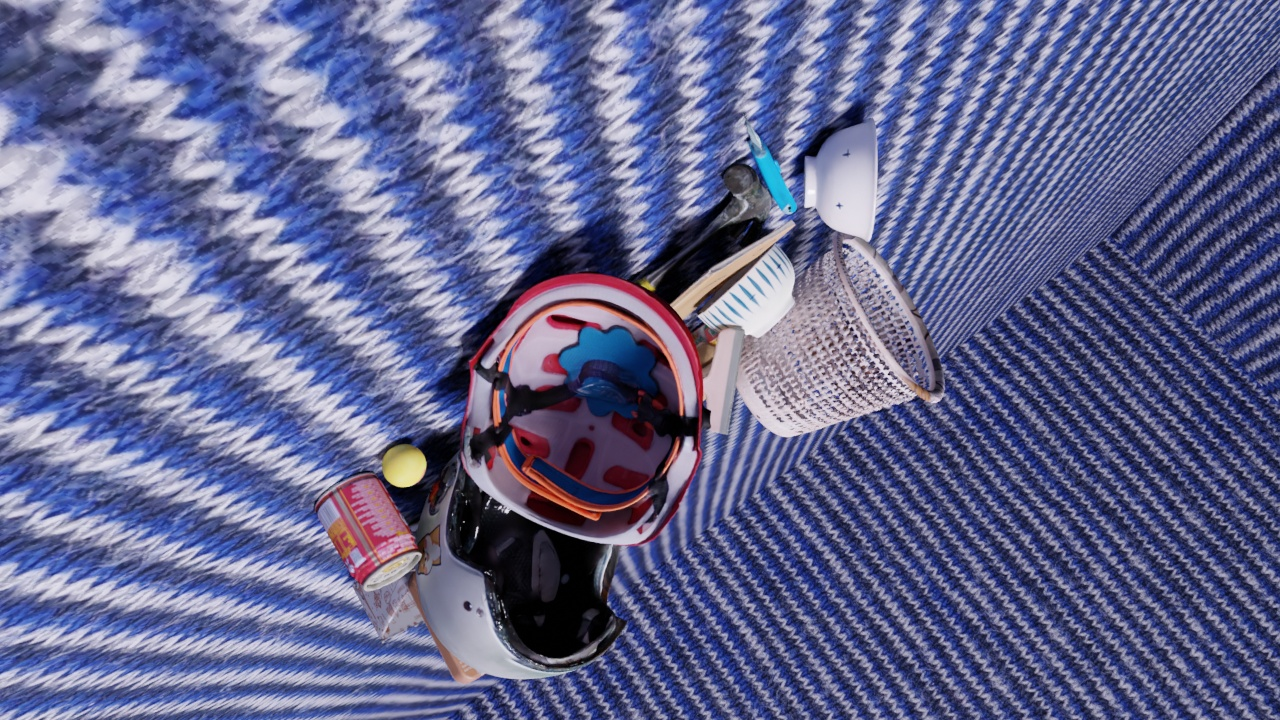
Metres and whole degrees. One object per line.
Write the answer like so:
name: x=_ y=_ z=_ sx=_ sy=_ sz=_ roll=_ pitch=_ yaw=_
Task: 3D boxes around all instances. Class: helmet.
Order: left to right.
helmet: x=-0.141 y=0.203 z=0.947 sx=0.157 sy=0.273 sz=0.230 roll=-36 pitch=138 yaw=27
helmet: x=-0.037 y=0.026 z=0.806 sx=0.143 sy=0.207 sz=0.240 roll=-60 pitch=168 yaw=-70

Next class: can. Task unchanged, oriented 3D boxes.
can: x=-0.255 y=0.161 z=0.864 sx=0.066 sy=0.094 sz=0.067 roll=-33 pitch=162 yaw=-12

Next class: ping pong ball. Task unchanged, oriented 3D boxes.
ping pong ball: x=-0.221 y=0.098 z=0.858 sx=0.040 sy=0.040 sz=0.040 roll=-33 pitch=163 yaw=-12

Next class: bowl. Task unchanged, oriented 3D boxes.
bowl: x=0.125 y=-0.068 z=1.006 sx=0.116 sy=0.066 sz=0.116 roll=-44 pitch=-176 yaw=3
bowl: x=0.193 y=-0.176 z=0.896 sx=0.065 sy=0.118 sz=0.118 roll=1 pitch=165 yaw=8

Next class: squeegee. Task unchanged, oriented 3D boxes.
squeegee: x=-0.011 y=0.052 z=1.059 sx=0.249 sy=0.040 sz=0.248 roll=-17 pitch=151 yaw=-10

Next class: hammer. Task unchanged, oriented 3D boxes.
hammer: x=-0.004 y=-0.059 z=0.891 sx=0.323 sy=0.032 sz=0.126 roll=-40 pitch=162 yaw=9

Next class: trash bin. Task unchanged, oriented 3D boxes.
trash bin: x=0.220 y=-0.013 z=1.093 sx=0.193 sy=0.227 sz=0.227 roll=-32 pitch=167 yaw=29

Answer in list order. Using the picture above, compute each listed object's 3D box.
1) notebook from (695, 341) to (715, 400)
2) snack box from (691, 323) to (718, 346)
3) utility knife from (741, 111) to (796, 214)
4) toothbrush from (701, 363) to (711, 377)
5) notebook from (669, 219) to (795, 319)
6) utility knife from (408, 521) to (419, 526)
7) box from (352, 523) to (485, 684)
notebook: x=0.058 y=0.038 z=1.205 sx=0.150 sy=0.012 sz=0.211 roll=-42 pitch=162 yaw=12
snack box: x=0.085 y=-0.023 z=1.168 sx=0.156 sy=0.027 sz=0.077 roll=-37 pitch=163 yaw=-1
utility knife: x=0.113 y=-0.176 z=0.818 sx=0.018 sy=0.034 sz=0.204 roll=-28 pitch=164 yaw=12
toothbrush: x=0.037 y=0.054 z=1.143 sx=0.220 sy=0.027 sz=0.026 roll=-34 pitch=-162 yaw=-12
notebook: x=0.054 y=-0.064 z=0.937 sx=0.147 sy=0.008 sz=0.208 roll=-33 pitch=176 yaw=-42
utility knife: x=-0.206 y=0.175 z=1.127 sx=0.206 sy=0.021 sz=0.031 roll=-17 pitch=159 yaw=-34
box: x=-0.196 y=0.276 z=1.067 sx=0.182 sy=0.193 sz=0.157 roll=-17 pitch=153 yaw=-42
